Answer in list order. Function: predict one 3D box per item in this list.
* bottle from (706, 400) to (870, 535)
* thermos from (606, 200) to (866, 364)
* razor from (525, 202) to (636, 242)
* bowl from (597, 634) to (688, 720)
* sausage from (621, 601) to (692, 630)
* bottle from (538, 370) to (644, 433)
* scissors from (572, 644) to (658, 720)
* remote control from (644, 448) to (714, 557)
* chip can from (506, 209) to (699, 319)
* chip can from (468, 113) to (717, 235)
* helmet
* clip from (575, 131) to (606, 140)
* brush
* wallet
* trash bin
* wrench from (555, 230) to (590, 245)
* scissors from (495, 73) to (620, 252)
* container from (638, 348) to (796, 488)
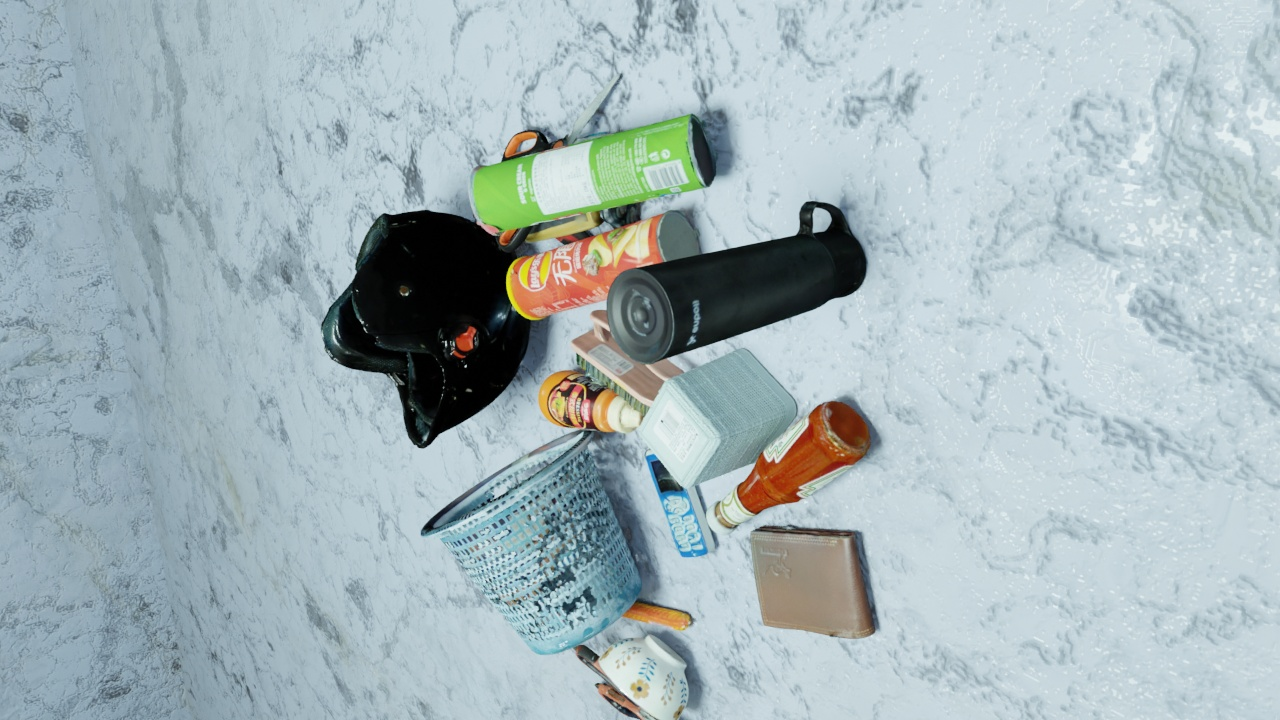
[{"bbox_3d":[0.129,0.109,0.861,0.059,0.059,0.207,59,137,15],"label":"bottle"},{"bbox_3d":[0.083,-0.068,0.711,0.068,0.241,0.090,12,113,44],"label":"thermos"},{"bbox_3d":[-0.069,-0.154,0.981,0.168,0.062,0.067,-9,130,45],"label":"razor"},{"bbox_3d":[0.014,0.357,1.055,0.113,0.113,0.062,36,85,34],"label":"bowl"},{"bbox_3d":[0.001,0.300,1.093,0.165,0.021,0.021,-3,101,47],"label":"sausage"},{"bbox_3d":[-0.049,0.052,1.029,0.150,0.066,0.067,12,112,43],"label":"bottle"},{"bbox_3d":[-0.002,0.418,1.108,0.189,0.015,0.227,54,152,-15],"label":"scissors"},{"bbox_3d":[0.043,0.151,0.994,0.049,0.024,0.125,-20,89,49],"label":"remote control"},{"bbox_3d":[-0.042,-0.094,0.942,0.217,0.073,0.073,-10,96,40],"label":"chip can"},{"bbox_3d":[-0.048,-0.175,0.875,0.236,0.072,0.072,-8,98,24],"label":"chip can"},{"bbox_3d":[-0.240,-0.044,1.080,0.234,0.229,0.274,-15,91,63],"label":"helmet"},{"bbox_3d":[-0.055,-0.230,0.977,0.055,0.013,0.038,13,112,43],"label":"clip"},{"bbox_3d":[-0.006,0.006,0.967,0.146,0.063,0.073,37,138,32],"label":"brush"},{"bbox_3d":[0.163,0.211,0.883,0.125,0.032,0.101,-8,95,47],"label":"wallet"},{"bbox_3d":[-0.107,0.218,1.061,0.227,0.225,0.195,-24,98,49],"label":"trash bin"},{"bbox_3d":[-0.075,-0.133,1.029,0.273,0.016,0.056,36,124,34],"label":"wrench"},{"bbox_3d":[-0.095,-0.208,0.983,0.221,0.021,0.229,32,98,53],"label":"scissors"},{"bbox_3d":[0.069,0.057,0.868,0.090,0.111,0.090,49,133,24],"label":"container"}]
